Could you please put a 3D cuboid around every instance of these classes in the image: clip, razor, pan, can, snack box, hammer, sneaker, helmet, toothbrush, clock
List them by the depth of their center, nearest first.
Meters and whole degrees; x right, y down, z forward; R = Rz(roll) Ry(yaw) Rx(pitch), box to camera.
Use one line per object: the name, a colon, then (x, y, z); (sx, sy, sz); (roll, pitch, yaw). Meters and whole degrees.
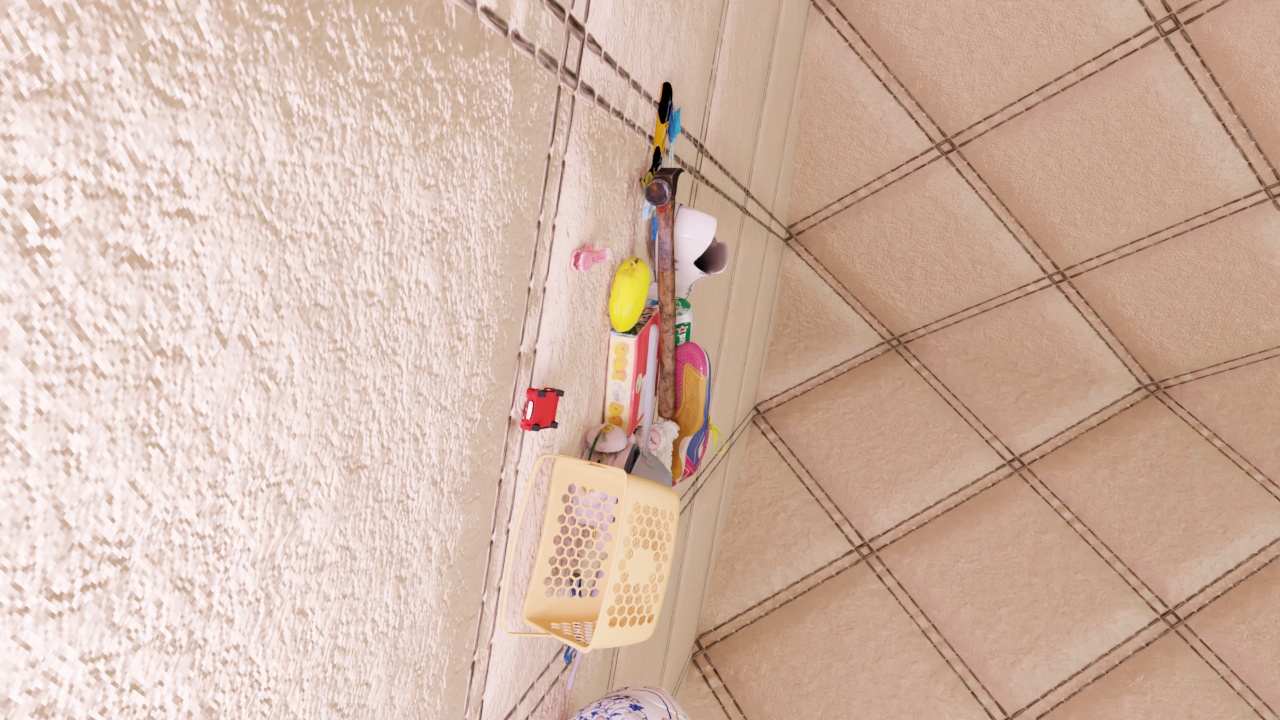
clip: (-0.047, -0.105, 0.939); (0.059, 0.045, 0.023); (-86, 179, -68)
pan: (0.007, 0.133, 1.114); (0.200, 0.051, 0.357); (-39, 140, -73)
clock: (-0.044, 0.144, 1.119); (0.158, 0.059, 0.116); (84, 20, -54)
razor: (0.022, -0.278, 1.148); (0.044, 0.021, 0.144); (12, 86, -78)
helmet: (-0.024, 0.562, 1.173); (0.236, 0.231, 0.313); (66, 15, -9)
hammer: (0.036, -0.082, 1.186); (0.119, 0.033, 0.331); (-58, 150, -63)
razor: (-0.084, 0.335, 1.198); (0.043, 0.018, 0.141); (-59, 157, -57)
snack box: (-0.007, 0.007, 1.212); (0.144, 0.040, 0.143); (-54, 152, -64)
toothbrush: (-0.072, 0.368, 1.285); (0.019, 0.018, 0.187); (81, 23, -54)
can: (0.047, -0.037, 1.297); (0.053, 0.053, 0.101); (-66, 163, -47)
sneaker: (0.069, 0.070, 1.310); (0.090, 0.116, 0.242); (-20, 136, -37)
sneaker: (0.080, -0.149, 1.326); (0.246, 0.097, 0.091); (84, 21, -69)

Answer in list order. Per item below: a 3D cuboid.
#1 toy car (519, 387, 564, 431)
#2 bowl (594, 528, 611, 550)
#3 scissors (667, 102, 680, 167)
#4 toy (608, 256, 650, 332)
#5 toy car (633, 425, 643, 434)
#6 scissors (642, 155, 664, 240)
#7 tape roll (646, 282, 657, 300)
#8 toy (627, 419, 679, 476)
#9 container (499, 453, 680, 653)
toy car: (-0.095, 0.045, 0.869); (0.089, 0.025, 0.038); (6, 95, -78)
bowl: (-0.009, 0.204, 1.297); (0.153, 0.076, 0.153); (11, 89, -78)
scissors: (0.039, -0.291, 1.207); (0.119, 0.014, 0.129); (63, 34, -68)
toy: (-0.013, -0.079, 1.108); (0.095, 0.041, 0.094); (-65, 167, -53)
toy car: (0.001, 0.145, 1.380); (0.036, 0.042, 0.091); (10, 91, -56)
scissors: (0.022, -0.214, 1.225); (0.130, 0.014, 0.126); (-65, 163, -58)
tape roll: (0.019, -0.065, 1.324); (0.094, 0.019, 0.094); (12, 89, -78)
toy: (0.002, 0.125, 1.227); (0.041, 0.108, 0.096); (-159, -107, -65)
container: (-0.059, 0.196, 0.947); (0.166, 0.129, 0.183); (16, 84, -38)
